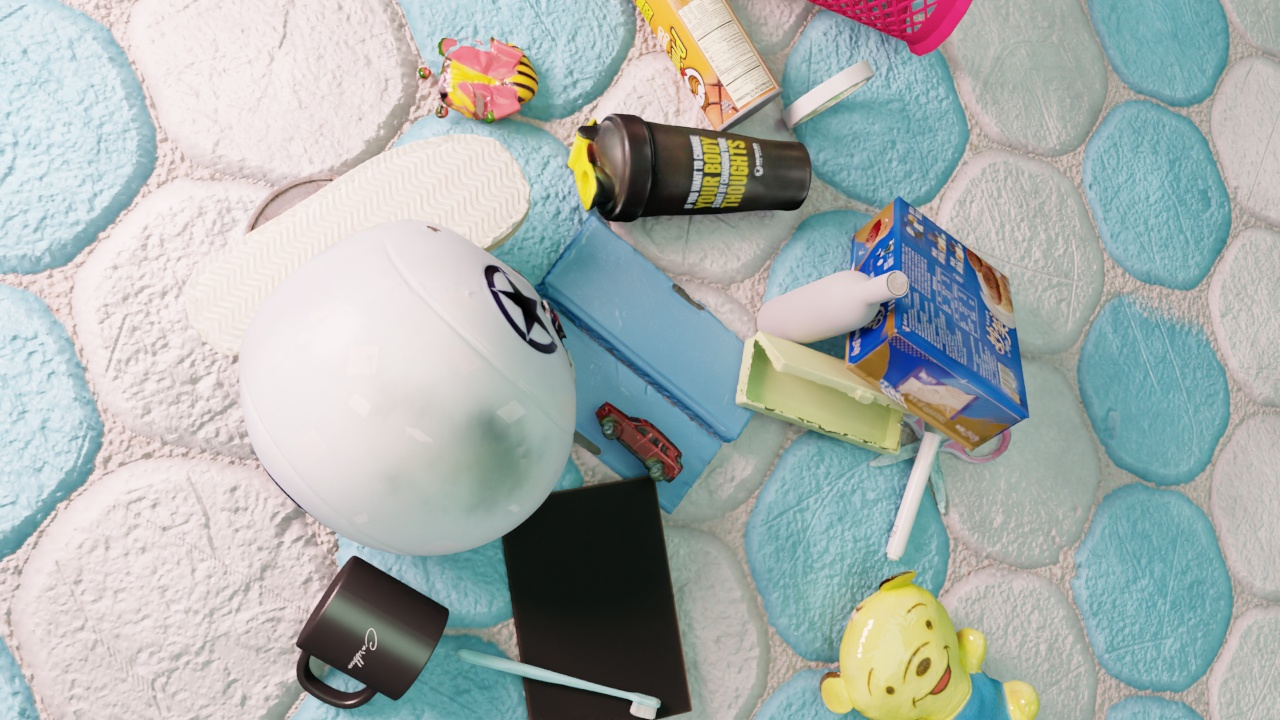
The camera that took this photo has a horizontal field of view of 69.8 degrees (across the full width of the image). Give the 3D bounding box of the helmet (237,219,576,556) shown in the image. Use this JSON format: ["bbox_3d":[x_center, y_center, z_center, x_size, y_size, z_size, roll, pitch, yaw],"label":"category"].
[{"bbox_3d":[-0.150,0.045,0.663,0.236,0.163,0.264,-37,127,0],"label":"helmet"}]

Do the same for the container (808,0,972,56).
[{"bbox_3d":[0.201,-0.420,0.892,0.225,0.183,0.183,12,79,-10],"label":"container"}]

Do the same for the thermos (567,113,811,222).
[{"bbox_3d":[0.045,-0.175,0.844,0.220,0.098,0.098,-3,84,-23],"label":"thermos"}]

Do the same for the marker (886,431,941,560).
[{"bbox_3d":[0.271,0.135,0.910,0.017,0.020,0.133,21,83,-5],"label":"marker"}]

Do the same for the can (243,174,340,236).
[{"bbox_3d":[-0.254,-0.082,0.750,0.129,0.044,0.130,3,82,-19],"label":"can"}]

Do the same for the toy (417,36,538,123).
[{"bbox_3d":[-0.138,-0.249,0.814,0.103,0.046,0.084,-22,77,-25],"label":"toy"}]

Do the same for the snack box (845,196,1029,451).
[{"bbox_3d":[0.276,-0.039,0.863,0.155,0.069,0.202,31,42,-14],"label":"snack box"}]

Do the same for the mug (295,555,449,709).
[{"bbox_3d":[-0.217,0.220,0.714,0.088,0.078,0.114,34,99,-12],"label":"mug"}]

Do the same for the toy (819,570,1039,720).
[{"bbox_3d":[0.267,0.305,0.861,0.214,0.084,0.148,41,71,-8],"label":"toy"}]

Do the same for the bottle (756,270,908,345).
[{"bbox_3d":[0.169,-0.048,0.811,0.052,0.195,0.052,3,82,-19],"label":"bottle"}]

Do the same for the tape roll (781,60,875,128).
[{"bbox_3d":[0.183,-0.259,0.897,0.093,0.094,0.018,-32,93,-20],"label":"tape roll"}]

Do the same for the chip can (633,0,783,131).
[{"bbox_3d":[0.046,-0.326,0.868,0.075,0.075,0.215,-35,95,-20],"label":"chip can"}]

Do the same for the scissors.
[{"bbox_3d":[0.303,0.070,0.940,0.170,0.013,0.172,-15,91,-16],"label":"scissors"}]

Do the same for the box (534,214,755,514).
[{"bbox_3d":[-0.004,0.005,0.827,0.231,0.048,0.176,38,74,-12],"label":"box"}]

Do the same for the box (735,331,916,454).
[{"bbox_3d":[0.182,0.027,0.857,0.188,0.091,0.077,17,52,-22],"label":"box"}]

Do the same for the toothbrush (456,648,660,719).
[{"bbox_3d":[-0.068,0.271,0.771,0.180,0.016,0.016,20,88,-11],"label":"toothbrush"}]

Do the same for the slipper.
[{"bbox_3d":[-0.214,-0.088,0.712,0.272,0.054,0.114,-27,91,-12],"label":"slipper"}]

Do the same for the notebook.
[{"bbox_3d":[-0.039,0.215,0.798,0.141,0.008,0.209,-8,86,-14],"label":"notebook"}]

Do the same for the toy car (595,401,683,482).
[{"bbox_3d":[-0.002,0.070,0.797,0.091,0.042,0.036,38,94,-12],"label":"toy car"}]
